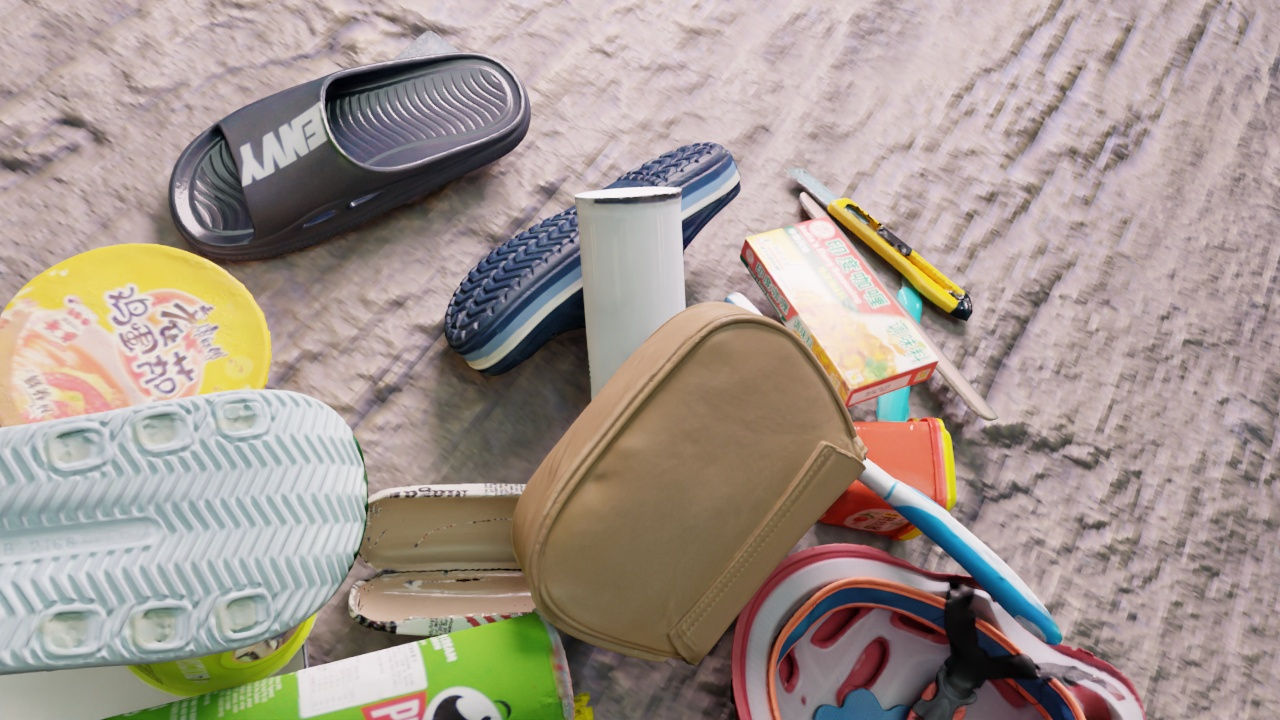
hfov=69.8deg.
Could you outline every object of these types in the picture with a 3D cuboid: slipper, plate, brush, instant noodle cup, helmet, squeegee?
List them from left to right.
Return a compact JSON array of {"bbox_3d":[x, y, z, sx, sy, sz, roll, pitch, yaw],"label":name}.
[{"bbox_3d":[-0.228,0.073,0.357,0.244,0.074,0.104,-3,75,-35],"label":"slipper"},{"bbox_3d":[-0.288,0.181,0.502,0.204,0.046,0.204,6,66,-13],"label":"plate"},{"bbox_3d":[-0.286,0.017,0.537,0.138,0.110,0.137,6,65,-15],"label":"instant noodle cup"},{"bbox_3d":[-0.220,0.106,0.459,0.111,0.124,0.111,6,65,-14],"label":"instant noodle cup"},{"bbox_3d":[-0.202,-0.163,0.643,0.267,0.083,0.110,-25,80,-17],"label":"slipper"},{"bbox_3d":[-0.027,-0.067,0.666,0.252,0.105,0.095,-38,114,-18],"label":"slipper"},{"bbox_3d":[0.117,-0.004,0.701,0.249,0.040,0.247,-29,71,-21],"label":"squeegee"},{"bbox_3d":[0.122,0.067,0.592,0.109,0.061,0.314,-25,58,-10],"label":"brush"},{"bbox_3d":[0.158,0.236,0.558,0.240,0.144,0.206,32,52,20],"label":"helmet"}]

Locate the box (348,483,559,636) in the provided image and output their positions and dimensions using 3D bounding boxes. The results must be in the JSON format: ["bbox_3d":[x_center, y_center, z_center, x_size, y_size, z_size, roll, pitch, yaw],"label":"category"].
[{"bbox_3d":[-0.095,0.119,0.568,0.162,0.075,0.086,1,97,-14],"label":"box"}]

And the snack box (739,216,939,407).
[{"bbox_3d":[0.144,-0.040,0.685,0.077,0.027,0.155,-17,56,-19],"label":"snack box"}]

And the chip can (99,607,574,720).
[{"bbox_3d":[-0.156,0.189,0.472,0.235,0.072,0.072,-8,70,-21],"label":"chip can"}]

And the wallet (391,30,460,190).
[{"bbox_3d":[-0.163,-0.199,0.723,0.097,0.019,0.120,36,61,-1],"label":"wallet"}]

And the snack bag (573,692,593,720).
[{"bbox_3d":[-0.076,0.310,0.480,0.158,0.068,0.246,-2,58,-17],"label":"snack bag"}]

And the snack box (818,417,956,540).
[{"bbox_3d":[0.171,0.082,0.658,0.080,0.091,0.081,7,65,-6],"label":"snack box"}]

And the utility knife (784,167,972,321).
[{"bbox_3d":[0.205,-0.104,0.783,0.202,0.015,0.033,40,48,4],"label":"utility knife"}]

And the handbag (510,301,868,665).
[{"bbox_3d":[0.026,0.070,0.528,0.148,0.100,0.204,41,89,-18],"label":"handbag"}]

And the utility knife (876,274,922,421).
[{"bbox_3d":[0.215,-0.011,0.754,0.029,0.013,0.182,24,59,-8],"label":"utility knife"}]

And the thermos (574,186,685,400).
[{"bbox_3d":[-0.004,0.003,0.595,0.073,0.073,0.224,-9,106,-20],"label":"thermos"}]
